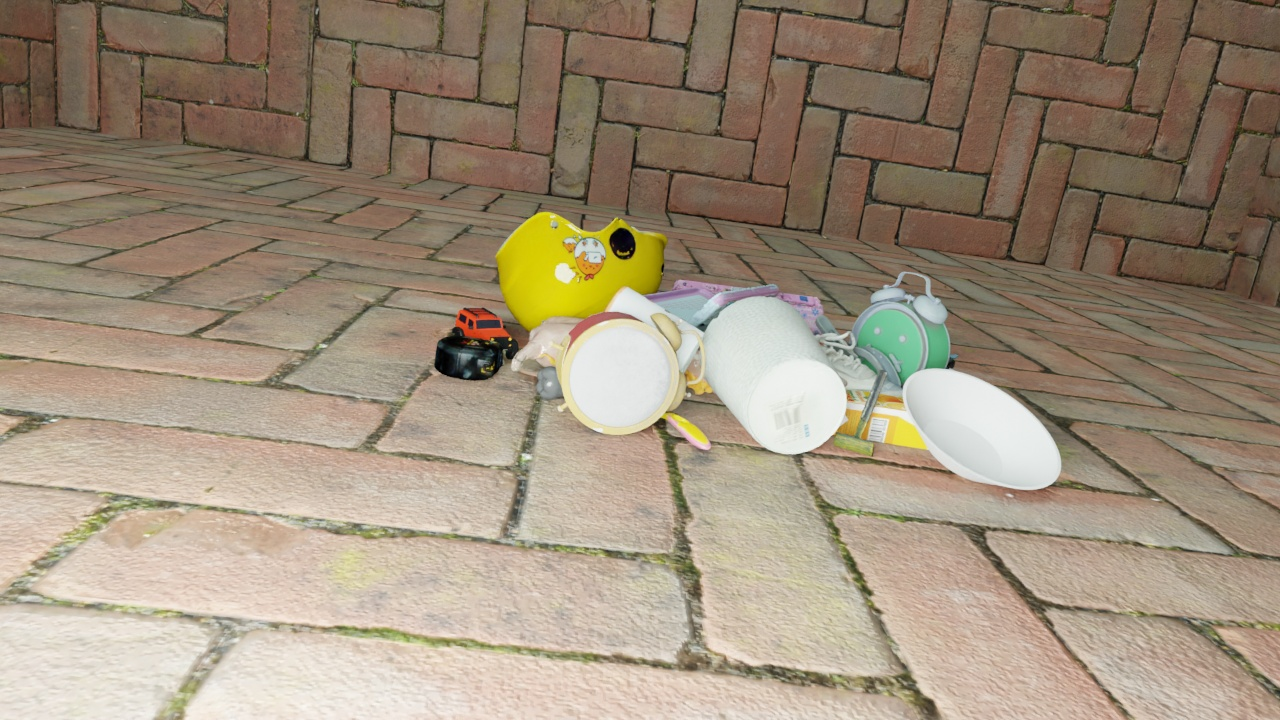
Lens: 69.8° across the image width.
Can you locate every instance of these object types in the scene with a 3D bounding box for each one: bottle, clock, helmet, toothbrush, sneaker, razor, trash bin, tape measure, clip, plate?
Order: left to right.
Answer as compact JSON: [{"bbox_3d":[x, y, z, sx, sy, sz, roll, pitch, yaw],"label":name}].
[{"bbox_3d":[-0.193,-0.002,1.029,0.072,0.042,0.071,13,16,0],"label":"tape measure"},{"bbox_3d":[-0.073,-0.096,1.225,0.239,0.139,0.210,2,-13,-23],"label":"helmet"},{"bbox_3d":[-0.059,0.025,1.009,0.109,0.036,0.036,1,17,-26],"label":"bottle"},{"bbox_3d":[-0.011,0.005,0.944,0.158,0.117,0.081,-9,15,-9],"label":"clock"},{"bbox_3d":[0.037,0.064,0.958,0.021,0.016,0.135,5,14,-29],"label":"toothbrush"},{"bbox_3d":[0.144,0.018,0.985,0.133,0.133,0.161,5,20,-11],"label":"trash bin"},{"bbox_3d":[0.225,0.007,1.127,0.242,0.091,0.089,17,16,27],"label":"sneaker"},{"bbox_3d":[0.273,0.013,1.209,0.027,0.091,0.162,0,31,-32],"label":"clip"},{"bbox_3d":[0.245,0.053,0.987,0.042,0.026,0.105,15,58,25],"label":"razor"},{"bbox_3d":[0.343,-0.036,1.211,0.075,0.162,0.122,-3,18,-39],"label":"clock"},{"bbox_3d":[0.346,0.081,0.956,0.174,0.036,0.173,13,37,-11],"label":"plate"}]

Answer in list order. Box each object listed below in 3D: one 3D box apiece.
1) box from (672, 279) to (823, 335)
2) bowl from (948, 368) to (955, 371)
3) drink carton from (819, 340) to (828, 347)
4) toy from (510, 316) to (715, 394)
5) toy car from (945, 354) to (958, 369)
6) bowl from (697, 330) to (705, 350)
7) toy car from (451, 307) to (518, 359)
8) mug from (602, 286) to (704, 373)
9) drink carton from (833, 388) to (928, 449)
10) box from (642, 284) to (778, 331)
[{"bbox_3d":[0.156,-0.053,1.368,0.230,0.085,0.090,7,43,-6],"label":"box"},{"bbox_3d":[0.375,0.041,1.085,0.114,0.045,0.114,32,8,-5],"label":"bowl"},{"bbox_3d":[0.210,-0.012,1.283,0.128,0.044,0.038,-1,18,-25],"label":"drink carton"},{"bbox_3d":[-0.006,0.006,1.087,0.264,0.065,0.195,18,26,8],"label":"toy"},{"bbox_3d":[0.412,0.008,1.351,0.107,0.027,0.060,-10,22,-24],"label":"toy car"},{"bbox_3d":[0.086,-0.030,1.284,0.110,0.040,0.109,8,15,-2],"label":"bowl"},{"bbox_3d":[-0.192,-0.033,1.128,0.051,0.049,0.100,-3,19,-36],"label":"toy car"},{"bbox_3d":[0.007,-0.022,1.019,0.105,0.082,0.082,30,18,6],"label":"mug"},{"bbox_3d":[0.266,0.064,1.036,0.122,0.041,0.058,8,15,2],"label":"drink carton"},{"bbox_3d":[0.092,-0.069,1.220,0.140,0.062,0.213,-4,6,30],"label":"box"}]
